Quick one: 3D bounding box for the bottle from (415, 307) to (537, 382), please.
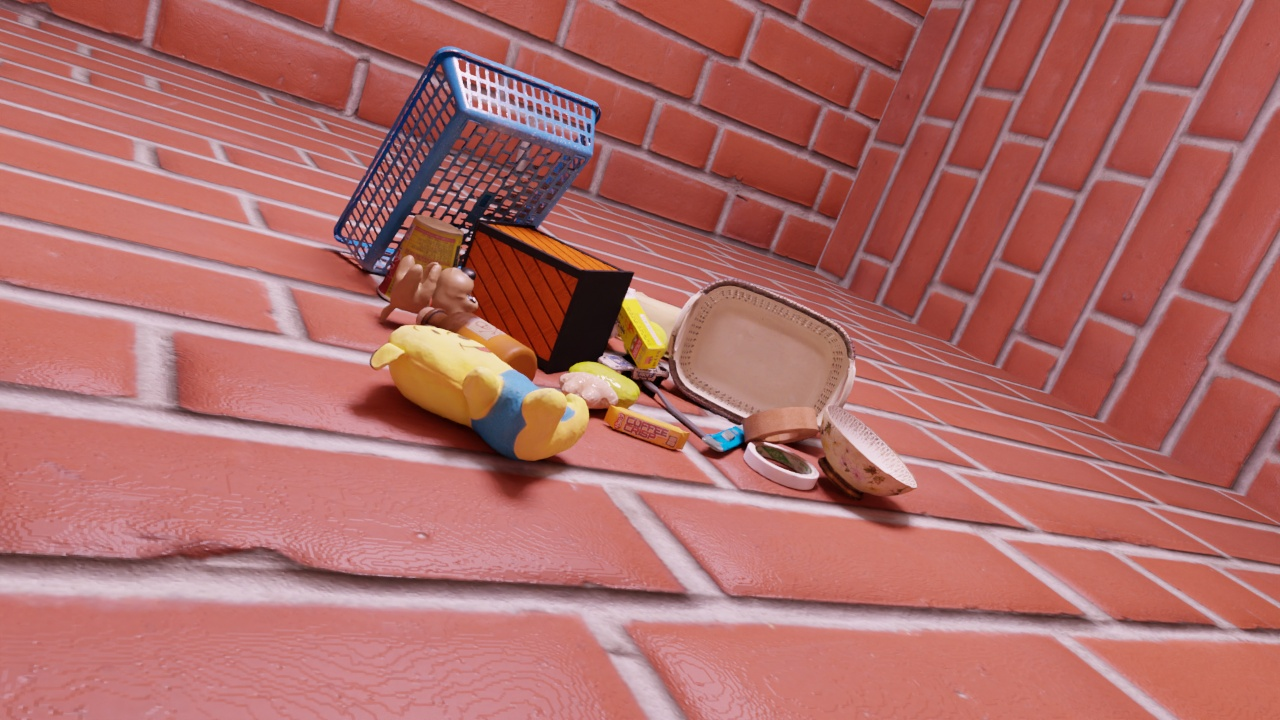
[{"bbox_3d":[-0.191,-0.016,1.023,0.157,0.068,0.067,30,16,31],"label":"bottle"}]

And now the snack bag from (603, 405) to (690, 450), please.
[{"bbox_3d":[0.008,0.078,1.054,0.099,0.026,0.020,21,14,-8],"label":"snack bag"}]

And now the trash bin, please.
[{"bbox_3d":[-0.134,-0.087,1.226,0.172,0.140,0.139,27,15,21],"label":"trash bin"}]

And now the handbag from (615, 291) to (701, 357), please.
[{"bbox_3d":[0.035,-0.053,1.489,0.119,0.081,0.111,23,7,14],"label":"handbag"}]

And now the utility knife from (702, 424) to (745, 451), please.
[{"bbox_3d":[0.113,0.095,1.156,0.031,0.015,0.174,44,15,13],"label":"utility knife"}]

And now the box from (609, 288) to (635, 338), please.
[{"bbox_3d":[-0.070,-0.060,1.359,0.107,0.095,0.103,9,-18,-23],"label":"box"}]

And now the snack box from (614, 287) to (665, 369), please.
[{"bbox_3d":[-0.014,-0.054,1.267,0.028,0.040,0.148,-4,47,-31],"label":"snack box"}]

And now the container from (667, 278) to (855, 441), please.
[{"bbox_3d":[0.170,-0.001,1.298,0.251,0.185,0.143,25,3,7],"label":"container"}]

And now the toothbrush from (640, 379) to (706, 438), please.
[{"bbox_3d":[0.047,0.067,1.183,0.012,0.013,0.167,10,19,-39],"label":"toothbrush"}]

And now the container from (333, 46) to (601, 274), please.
[{"bbox_3d":[-0.237,-0.234,1.278,0.256,0.363,0.089,10,48,-39],"label":"container"}]

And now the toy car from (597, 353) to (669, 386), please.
[{"bbox_3d":[-0.008,0.007,1.266,0.112,0.040,0.048,7,19,-44],"label":"toy car"}]

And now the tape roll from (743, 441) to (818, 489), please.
[{"bbox_3d":[0.172,0.128,1.125,0.094,0.018,0.093,20,14,-5],"label":"tape roll"}]

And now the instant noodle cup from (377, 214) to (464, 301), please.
[{"bbox_3d":[-0.285,-0.130,1.219,0.100,0.112,0.100,19,15,-5],"label":"instant noodle cup"}]

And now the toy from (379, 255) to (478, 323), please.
[{"bbox_3d":[-0.249,-0.074,1.116,0.108,0.106,0.134,26,6,-31],"label":"toy"}]

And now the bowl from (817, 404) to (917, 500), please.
[{"bbox_3d":[0.268,0.126,1.140,0.145,0.063,0.145,36,18,-14],"label":"bowl"}]

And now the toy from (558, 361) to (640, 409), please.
[{"bbox_3d":[-0.053,0.034,1.094,0.092,0.043,0.117,28,18,15],"label":"toy"}]

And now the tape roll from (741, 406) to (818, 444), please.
[{"bbox_3d":[0.177,0.084,1.162,0.094,0.027,0.094,-7,-16,-2],"label":"tape roll"}]

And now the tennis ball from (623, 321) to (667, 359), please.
[{"bbox_3d":[0.008,-0.026,1.361,0.065,0.065,0.065,20,14,-5],"label":"tennis ball"}]

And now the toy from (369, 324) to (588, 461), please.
[{"bbox_3d":[-0.156,0.029,0.875,0.214,0.084,0.149,25,-4,15],"label":"toy"}]
